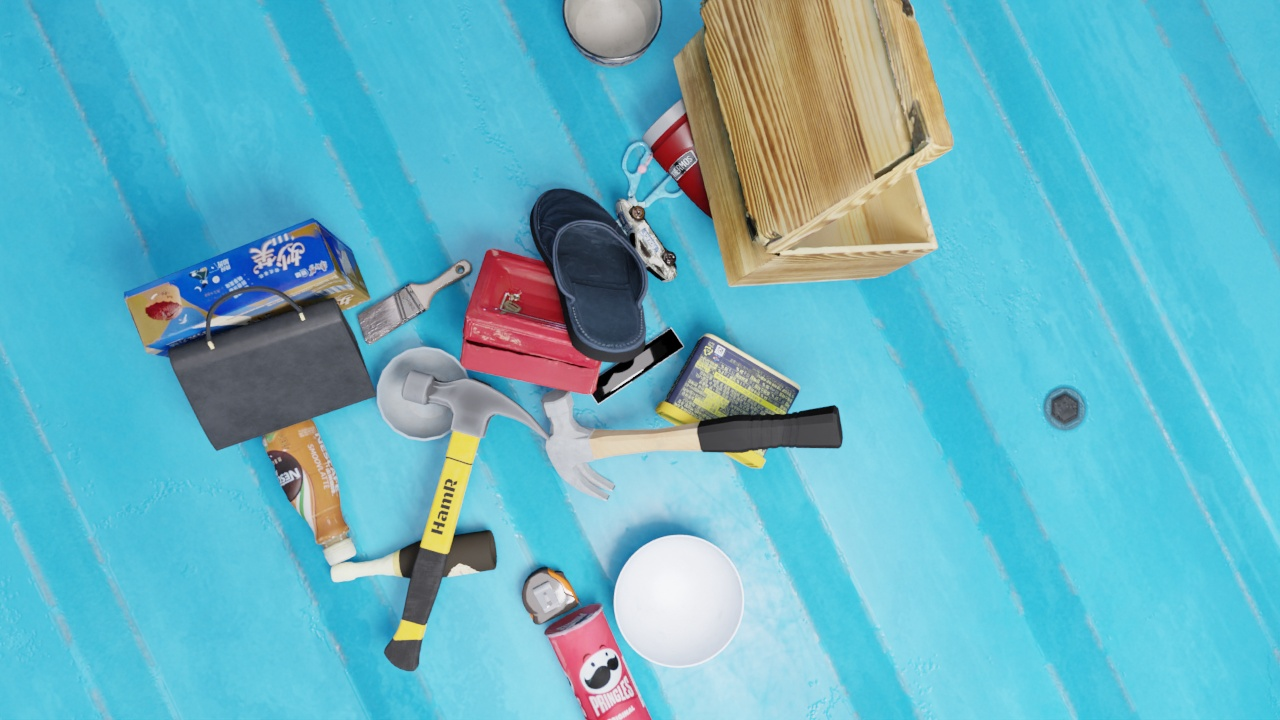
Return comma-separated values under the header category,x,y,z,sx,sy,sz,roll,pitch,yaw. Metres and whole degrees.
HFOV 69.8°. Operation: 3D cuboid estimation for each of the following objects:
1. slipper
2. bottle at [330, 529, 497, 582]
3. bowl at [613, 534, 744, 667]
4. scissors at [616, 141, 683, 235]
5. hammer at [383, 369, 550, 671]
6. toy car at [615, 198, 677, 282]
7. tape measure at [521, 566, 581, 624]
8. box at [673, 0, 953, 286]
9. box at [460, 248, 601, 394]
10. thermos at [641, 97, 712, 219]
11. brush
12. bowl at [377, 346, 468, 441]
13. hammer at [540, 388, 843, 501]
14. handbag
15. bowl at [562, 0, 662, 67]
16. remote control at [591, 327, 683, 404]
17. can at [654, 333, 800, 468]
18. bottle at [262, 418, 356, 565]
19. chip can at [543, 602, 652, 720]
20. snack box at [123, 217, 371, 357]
category,x,y,z,sx,sy,sz,roll,pitch,yaw
slipper,-0.049,-0.119,0.992,0.108,0.084,0.265,-2,46,-18
bottle,-0.258,0.228,1.040,0.184,0.045,0.045,-8,87,-1
bowl,0.040,0.266,1.043,0.144,0.074,0.144,0,86,-4
scissors,0.008,-0.187,1.103,0.095,0.015,0.142,17,91,-4
hammer,-0.214,0.179,1.007,0.170,0.034,0.324,15,86,1
toy car,0.002,-0.138,1.073,0.040,0.048,0.113,-36,97,-9
tape measure,-0.106,0.268,1.051,0.058,0.038,0.059,-25,88,-5
box,0.207,-0.257,0.901,0.285,0.337,0.279,-7,79,-28
box,-0.112,-0.039,1.018,0.157,0.129,0.098,15,129,-5
thermos,0.101,-0.216,1.075,0.198,0.084,0.107,48,50,-5
brush,-0.263,-0.073,1.074,0.151,0.012,0.039,-32,89,-5
bowl,-0.245,0.039,1.055,0.106,0.039,0.106,0,86,-4
hammer,0.052,0.084,1.001,0.329,0.039,0.131,-6,113,20
handbag,-0.384,-0.011,0.940,0.175,0.196,0.072,-20,61,-15
bowl,-0.034,-0.401,1.086,0.115,0.059,0.115,0,86,-4
remote control,-0.006,0.006,1.087,0.124,0.012,0.028,-34,89,-5
can,0.102,0.046,1.062,0.135,0.075,0.104,30,82,-2
bottle,-0.366,0.148,1.030,0.059,0.059,0.167,-24,89,-5
chip can,-0.028,0.396,1.033,0.073,0.073,0.233,-25,89,-5
snack box,-0.414,-0.069,0.991,0.202,0.155,0.069,-23,87,-5
